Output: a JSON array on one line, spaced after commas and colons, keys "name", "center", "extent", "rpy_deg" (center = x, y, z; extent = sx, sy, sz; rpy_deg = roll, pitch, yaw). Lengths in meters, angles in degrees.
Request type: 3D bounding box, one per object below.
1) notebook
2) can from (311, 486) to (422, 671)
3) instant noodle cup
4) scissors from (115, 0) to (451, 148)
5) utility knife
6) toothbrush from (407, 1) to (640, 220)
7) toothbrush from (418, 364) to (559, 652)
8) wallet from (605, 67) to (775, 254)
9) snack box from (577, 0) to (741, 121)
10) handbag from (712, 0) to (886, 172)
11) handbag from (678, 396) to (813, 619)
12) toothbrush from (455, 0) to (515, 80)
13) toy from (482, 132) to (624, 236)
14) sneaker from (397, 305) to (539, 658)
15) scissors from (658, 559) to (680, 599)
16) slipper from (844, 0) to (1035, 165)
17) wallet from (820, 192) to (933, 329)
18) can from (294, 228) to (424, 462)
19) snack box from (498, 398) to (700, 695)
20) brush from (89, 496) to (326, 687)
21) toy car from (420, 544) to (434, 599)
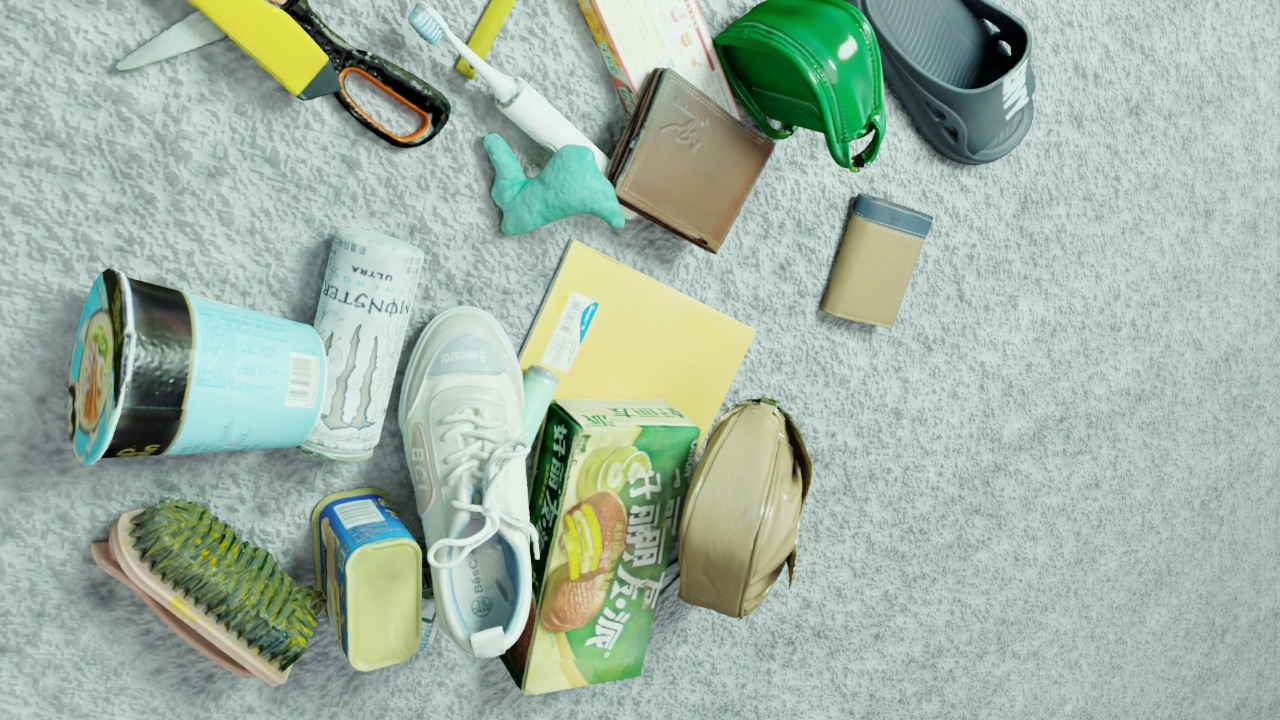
[{"name": "notebook", "center": [-0.004, 0.004, 0.757], "extent": [0.206, 0.010, 0.146], "rpy_deg": [22, 95, -36]}, {"name": "can", "center": [-0.191, 0.153, 0.646], "extent": [0.057, 0.083, 0.102], "rpy_deg": [-7, 110, -31]}, {"name": "instant noodle cup", "center": [-0.259, 0.009, 0.546], "extent": [0.120, 0.111, 0.111], "rpy_deg": [9, 102, -44]}, {"name": "scissors", "center": [-0.194, -0.221, 0.547], "extent": [0.220, 0.022, 0.234], "rpy_deg": [-52, 127, -7]}, {"name": "utility knife", "center": [-0.232, -0.203, 0.512], "extent": [0.154, 0.015, 0.033], "rpy_deg": [43, 79, -33]}, {"name": "toothbrush", "center": [-0.070, -0.167, 0.632], "extent": [0.221, 0.027, 0.026], "rpy_deg": [36, 73, -41]}, {"name": "toothbrush", "center": [-0.115, 0.108, 0.679], "extent": [0.027, 0.026, 0.224], "rpy_deg": [27, 81, -26]}, {"name": "wallet", "center": [0.038, -0.146, 0.684], "extent": [0.124, 0.032, 0.101], "rpy_deg": [23, 92, -39]}, {"name": "snack box", "center": [0.015, -0.226, 0.676], "extent": [0.077, 0.027, 0.156], "rpy_deg": [-38, 123, -16]}, {"name": "handbag", "center": [0.121, -0.207, 0.688], "extent": [0.068, 0.131, 0.120], "rpy_deg": [-38, 126, -11]}, {"name": "handbag", "center": [0.087, 0.130, 0.755], "extent": [0.205, 0.100, 0.147], "rpy_deg": [86, 23, -62]}, {"name": "toothbrush", "center": [-0.071, -0.273, 0.610], "extent": [0.015, 0.016, 0.190], "rpy_deg": [29, 90, -36]}, {"name": "toy", "center": [-0.068, -0.121, 0.638], "extent": [0.092, 0.030, 0.096], "rpy_deg": [-19, 111, 23]}, {"name": "sneaker", "center": [-0.116, 0.080, 0.620], "extent": [0.089, 0.091, 0.242], "rpy_deg": [-5, 86, -11]}, {"name": "scissors", "center": [0.082, 0.161, 0.869], "extent": [0.170, 0.012, 0.140], "rpy_deg": [0, 109, -32]}, {"name": "slipper", "center": [0.281, -0.260, 0.802], "extent": [0.268, 0.083, 0.110], "rpy_deg": [31, 91, -35]}, {"name": "wallet", "center": [0.221, -0.091, 0.855], "extent": [0.090, 0.033, 0.115], "rpy_deg": [8, 103, -32]}, {"name": "can", "center": [-0.187, -0.010, 0.605], "extent": [0.058, 0.058, 0.147], "rpy_deg": [10, 101, -35]}, {"name": "snack box", "center": [-0.037, 0.150, 0.751], "extent": [0.114, 0.063, 0.240], "rpy_deg": [3, 108, -33]}, {"name": "brush", "center": [-0.281, 0.150, 0.596], "extent": [0.073, 0.063, 0.145], "rpy_deg": [-35, 114, 17]}, {"name": "toy car", "center": [-0.134, 0.150, 0.711], "extent": [0.091, 0.036, 0.043], "rpy_deg": [-18, 114, -24]}]
